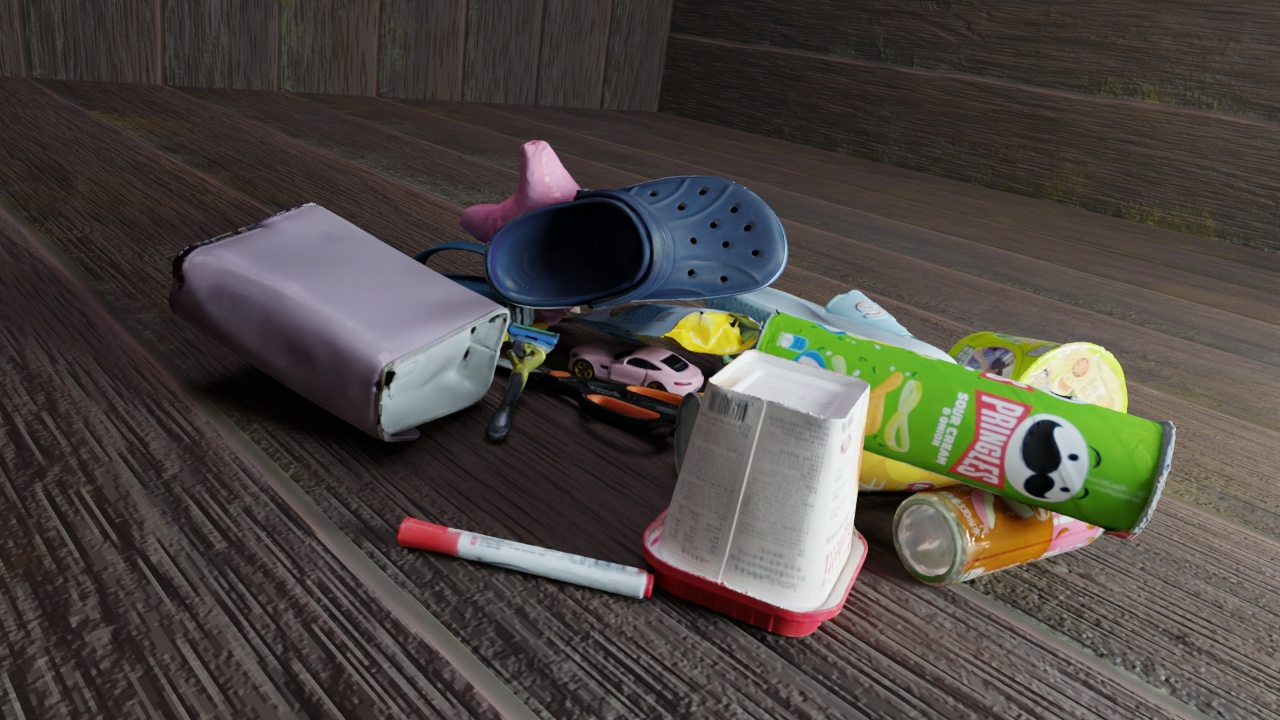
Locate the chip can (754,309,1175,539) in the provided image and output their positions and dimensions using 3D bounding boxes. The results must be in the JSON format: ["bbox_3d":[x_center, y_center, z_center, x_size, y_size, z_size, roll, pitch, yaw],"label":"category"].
[{"bbox_3d":[0.181,0.035,0.552,0.236,0.072,0.072,18,22,17],"label":"chip can"}]

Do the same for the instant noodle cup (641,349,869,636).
[{"bbox_3d":[0.073,0.068,0.518,0.117,0.124,0.116,17,22,21],"label":"instant noodle cup"}]

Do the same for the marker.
[{"bbox_3d":[-0.064,0.110,0.509,0.145,0.017,0.017,11,20,7],"label":"marker"}]

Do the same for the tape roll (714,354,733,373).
[{"bbox_3d":[0.112,0.009,0.857,0.086,0.014,0.085,7,20,-3],"label":"tape roll"}]

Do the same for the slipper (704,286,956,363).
[{"bbox_3d":[0.160,-0.013,0.776,0.245,0.104,0.074,27,51,36],"label":"slipper"}]

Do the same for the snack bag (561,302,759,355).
[{"bbox_3d":[0.014,-0.033,0.798,0.110,0.039,0.191,-9,11,-29],"label":"snack bag"}]

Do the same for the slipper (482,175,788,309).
[{"bbox_3d":[-0.007,-0.097,0.746,0.253,0.105,0.095,-6,2,4],"label":"slipper"}]

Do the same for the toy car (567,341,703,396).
[{"bbox_3d":[-0.005,0.005,0.792,0.122,0.037,0.056,16,20,23],"label":"toy car"}]

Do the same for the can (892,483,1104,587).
[{"bbox_3d":[0.230,0.102,0.584,0.147,0.058,0.058,-5,24,-31],"label":"can"}]

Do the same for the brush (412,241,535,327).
[{"bbox_3d":[-0.159,-0.071,0.835,0.144,0.073,0.055,10,17,25],"label":"brush"}]

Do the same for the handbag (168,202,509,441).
[{"bbox_3d":[-0.217,-0.027,0.668,0.197,0.099,0.144,28,23,17],"label":"handbag"}]

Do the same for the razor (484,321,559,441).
[{"bbox_3d":[-0.097,0.019,0.712,0.042,0.022,0.142,12,35,-1],"label":"razor"}]

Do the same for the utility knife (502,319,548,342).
[{"bbox_3d":[-0.139,-0.023,0.836,0.033,0.015,0.156,3,13,35],"label":"utility knife"}]

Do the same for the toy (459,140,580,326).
[{"bbox_3d":[-0.062,-0.116,0.835,0.179,0.195,0.074,-17,41,21],"label":"toy"}]

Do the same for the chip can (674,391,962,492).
[{"bbox_3d":[0.134,0.058,0.646,0.213,0.072,0.072,3,21,-15],"label":"chip can"}]

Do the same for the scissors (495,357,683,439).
[{"bbox_3d":[-0.048,0.023,0.761,0.152,0.022,0.235,0,15,-34],"label":"scissors"}]

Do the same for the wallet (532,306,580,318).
[{"bbox_3d":[-0.129,-0.065,0.953,0.115,0.024,0.087,-1,21,-22],"label":"wallet"}]

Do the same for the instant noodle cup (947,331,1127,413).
[{"bbox_3d":[0.318,0.026,0.771,0.111,0.112,0.123,2,14,-16],"label":"instant noodle cup"}]
